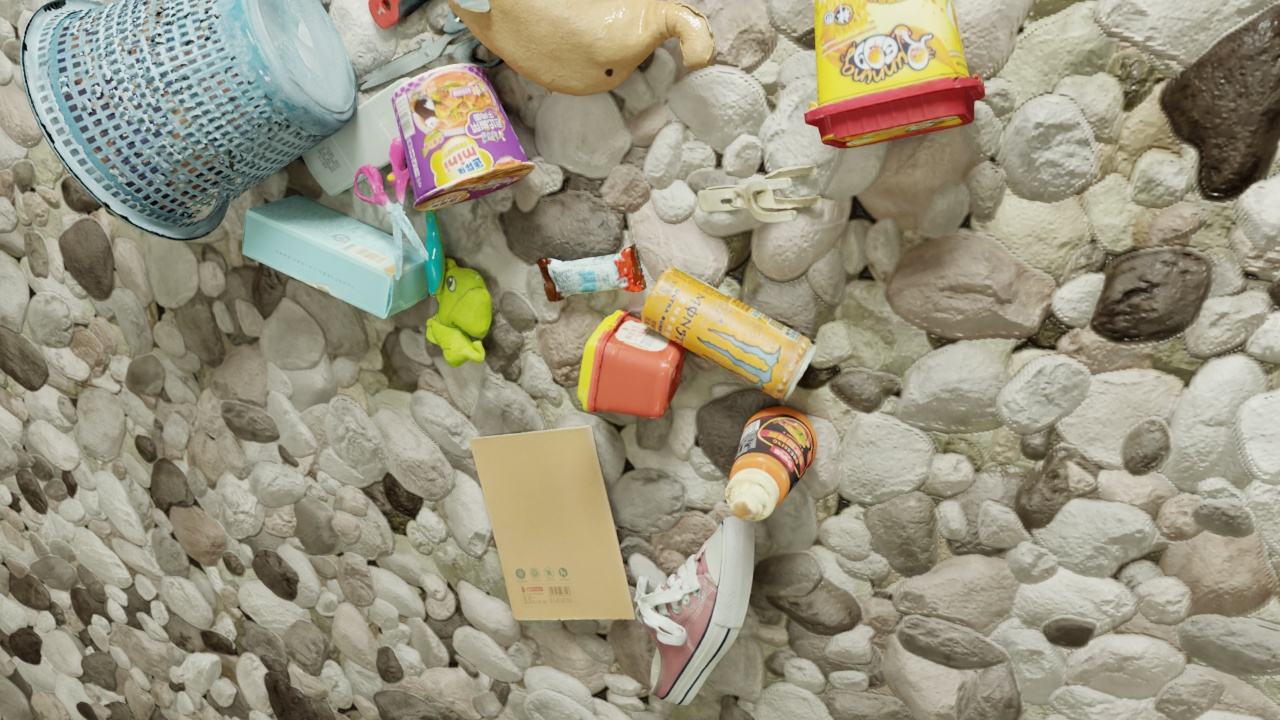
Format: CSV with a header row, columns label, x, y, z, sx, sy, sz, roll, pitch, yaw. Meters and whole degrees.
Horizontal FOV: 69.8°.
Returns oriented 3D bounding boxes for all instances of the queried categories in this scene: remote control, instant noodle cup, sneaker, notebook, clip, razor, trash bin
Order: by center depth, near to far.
label,x,y,z,sx,sy,sz,roll,pitch,yaw
instant noodle cup,0.173,-0.221,0.642,0.116,0.115,0.123,-6,96,25
clip,0.104,-0.137,0.749,0.102,0.094,0.035,19,127,60
instant noodle cup,-0.158,-0.194,0.792,0.112,0.111,0.099,-17,94,27
trash bin,-0.372,-0.243,0.810,0.195,0.226,0.226,-18,103,14
remote control,-0.257,-0.209,0.867,0.150,0.021,0.058,-20,110,28
razor,-0.203,-0.126,0.869,0.043,0.028,0.132,-6,97,28
sneaker,0.040,0.241,0.885,0.088,0.118,0.242,16,123,-7
notebook,-0.092,0.173,0.949,0.148,0.008,0.208,-8,100,25

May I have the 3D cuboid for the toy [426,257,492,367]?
label,x,y,z,sx,sy,sz,roll,pitch,yaw
toy,-0.175,-0.045,0.895,0.096,0.031,0.100,50,123,7

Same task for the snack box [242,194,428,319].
label,x,y,z,sx,sy,sz,roll,pitch,yaw
snack box,-0.295,-0.104,0.897,0.175,0.074,0.052,24,117,12

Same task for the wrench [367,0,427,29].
label,x,y,z,sx,sy,sz,roll,pitch,yaw
wrench,-0.127,-0.352,0.761,0.274,0.016,0.056,-19,102,27

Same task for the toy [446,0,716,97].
label,x,y,z,sx,sy,sz,roll,pitch,yaw
toy,-0.050,-0.275,0.723,0.226,0.082,0.144,29,133,-1

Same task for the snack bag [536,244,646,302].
label,x,y,z,sx,sy,sz,roll,pitch,yaw
snack bag,-0.046,-0.077,0.832,0.105,0.026,0.045,-4,118,25

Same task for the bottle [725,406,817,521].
label,x,y,z,sx,sy,sz,roll,pitch,yaw
bottle,0.105,0.091,0.767,0.067,0.149,0.067,8,113,19

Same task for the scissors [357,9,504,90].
label,x,y,z,sx,sy,sz,roll,pitch,yaw
scissors,-0.190,-0.285,0.818,0.175,0.014,0.133,21,118,17

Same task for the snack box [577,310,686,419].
label,x,y,z,sx,sy,sz,roll,pitch,yaw
snack box,-0.005,0.005,0.814,0.080,0.091,0.082,14,116,10

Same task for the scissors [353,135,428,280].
label,x,y,z,sx,sy,sz,roll,pitch,yaw
scissors,-0.231,-0.137,0.843,0.108,0.017,0.135,-4,85,30

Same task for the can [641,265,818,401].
label,x,y,z,sx,sy,sz,roll,pitch,yaw
can,0.075,-0.024,0.786,0.146,0.058,0.058,30,119,9
